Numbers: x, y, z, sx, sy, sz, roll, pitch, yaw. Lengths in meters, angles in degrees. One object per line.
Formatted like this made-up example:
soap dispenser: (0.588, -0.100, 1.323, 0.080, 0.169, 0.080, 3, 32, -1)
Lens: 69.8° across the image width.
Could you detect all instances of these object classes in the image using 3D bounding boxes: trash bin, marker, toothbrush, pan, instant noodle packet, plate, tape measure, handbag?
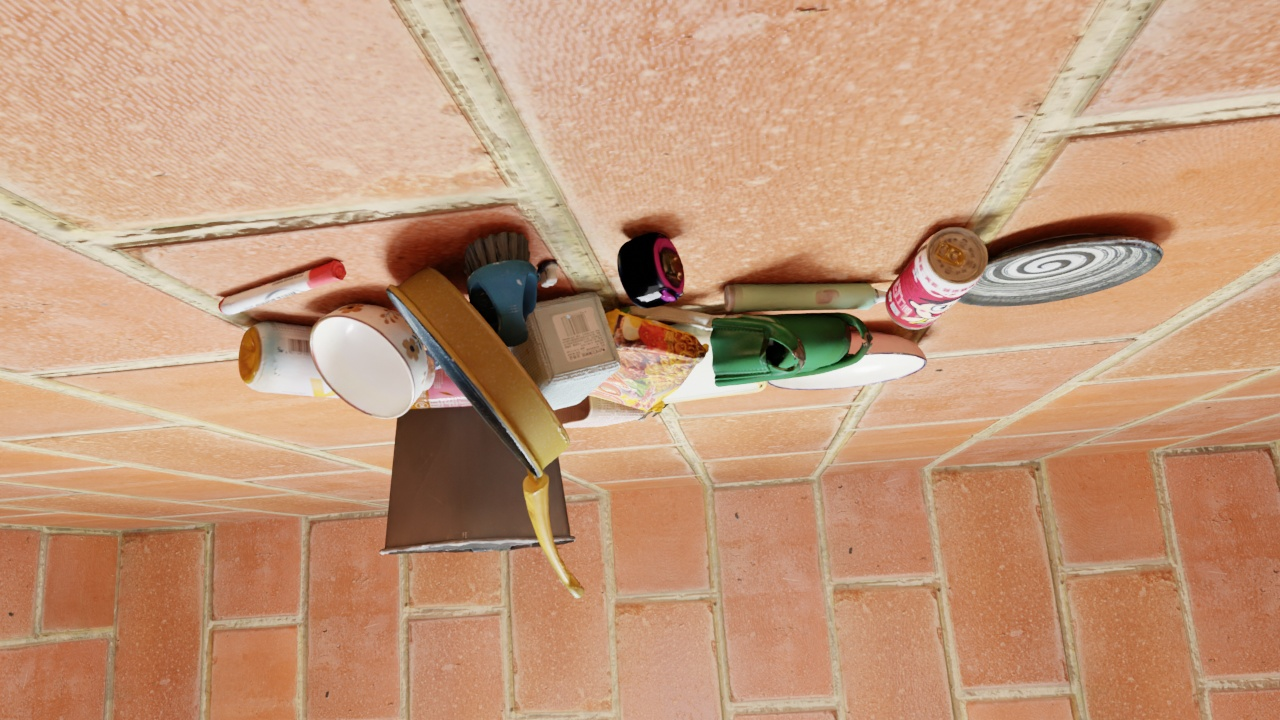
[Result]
trash bin: (-0.207, 0.132, 1.163, 0.200, 0.219, 0.198, -16, 162, 40)
marker: (-0.300, -0.059, 0.762, 0.145, 0.017, 0.017, -12, 165, 30)
toothbrush: (0.188, -0.060, 0.872, 0.224, 0.026, 0.027, -1, -174, -11)
pan: (-0.112, 0.077, 0.796, 0.078, 0.357, 0.198, -39, -146, -12)
instant noodle packet: (-0.005, 0.005, 0.922, 0.110, 0.044, 0.129, 19, 146, -12)
plate: (0.371, -0.084, 0.829, 0.179, 0.024, 0.179, -3, 168, -1)
tape measure: (0.011, -0.070, 0.712, 0.039, 0.057, 0.057, -17, 177, 27)
handbag: (0.038, -0.020, 0.966, 0.164, 0.063, 0.179, -9, 151, 19)
handbag: (0.136, -0.011, 0.864, 0.131, 0.068, 0.120, -4, -177, -39)
toothbrush: (-0.108, -0.055, 0.837, 0.015, 0.018, 0.181, -5, 170, -25)
plate: (0.246, -0.002, 1.114, 0.192, 0.039, 0.192, -4, 167, -1)

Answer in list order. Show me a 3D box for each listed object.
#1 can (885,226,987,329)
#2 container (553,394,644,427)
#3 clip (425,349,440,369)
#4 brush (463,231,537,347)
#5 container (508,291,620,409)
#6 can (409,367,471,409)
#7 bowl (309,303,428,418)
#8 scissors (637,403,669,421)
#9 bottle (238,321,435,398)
can: (0.254, -0.069, 0.794, 0.053, 0.053, 0.133, -4, 167, 0)
container: (-0.058, 0.033, 1.075, 0.090, 0.090, 0.110, -14, 167, 37)
clip: (-0.208, -0.006, 1.003, 0.057, 0.025, 0.032, -14, 171, 15)
brush: (-0.108, -0.049, 0.731, 0.055, 0.073, 0.144, -11, 170, -10)
container: (-0.082, -0.006, 0.867, 0.090, 0.090, 0.112, -14, 171, -29)
can: (-0.251, 0.026, 1.049, 0.147, 0.058, 0.058, -2, 167, -6)
bowl: (-0.243, -0.009, 0.853, 0.114, 0.113, 0.062, -13, -152, 35)
scissors: (0.059, 0.031, 1.090, 0.133, 0.012, 0.172, -21, -169, 10)
bottle: (-0.298, 0.004, 0.919, 0.189, 0.068, 0.068, 8, 163, -41)
